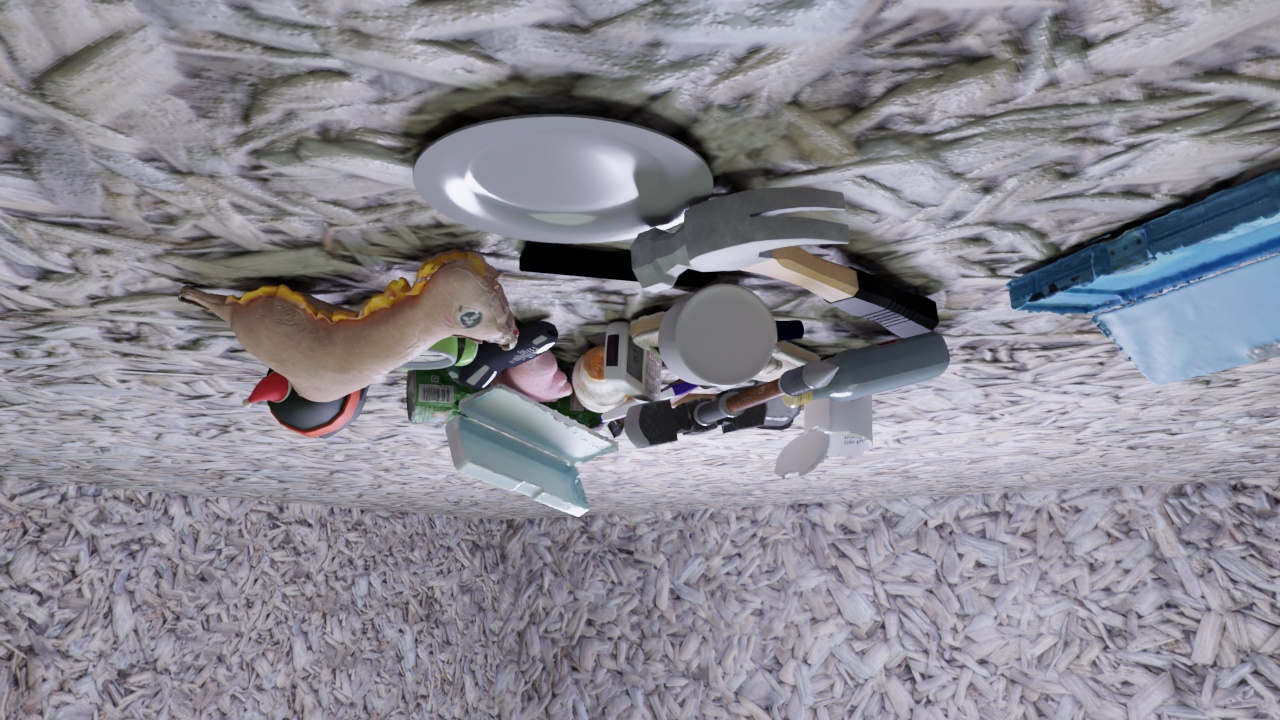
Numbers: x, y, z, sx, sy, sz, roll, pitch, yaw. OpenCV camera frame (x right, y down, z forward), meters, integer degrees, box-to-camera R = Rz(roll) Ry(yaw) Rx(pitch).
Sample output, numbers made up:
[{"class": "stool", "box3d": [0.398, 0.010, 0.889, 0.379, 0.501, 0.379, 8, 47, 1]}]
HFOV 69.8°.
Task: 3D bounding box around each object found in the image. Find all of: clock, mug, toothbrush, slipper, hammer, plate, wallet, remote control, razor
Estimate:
[{"class": "clock", "box3d": [-0.208, -0.018, 0.861, 0.094, 0.042, 0.119, -3, 166, 17]}, {"class": "mug", "box3d": [0.076, -0.020, 0.746, 0.112, 0.078, 0.097, -5, 180, -7]}, {"class": "toothbrush", "box3d": [0.039, 0.033, 1.001, 0.186, 0.015, 0.016, -20, 171, -18]}, {"class": "slipper", "box3d": [0.094, -0.001, 0.919, 0.115, 0.052, 0.262, -10, 164, 39]}, {"class": "hammer", "box3d": [0.039, 0.050, 1.153, 0.328, 0.052, 0.098, 2, 167, 4]}, {"class": "plate", "box3d": [-0.046, -0.108, 0.554, 0.178, 0.012, 0.178, 0, 166, 0]}, {"class": "wallet", "box3d": [0.022, 0.047, 1.046, 0.123, 0.019, 0.072, -31, 173, -16]}, {"class": "remote control", "box3d": [-0.005, 0.005, 0.922, 0.025, 0.060, 0.138, -1, 167, 17]}, {"class": "hammer", "box3d": [0.142, -0.059, 0.682, 0.131, 0.039, 0.327, -15, 163, 36]}, {"class": "remote control", "box3d": [-0.016, -0.072, 0.701, 0.150, 0.013, 0.034, 4, 170, -16]}, {"class": "razor", "box3d": [-0.134, -0.007, 0.900, 0.143, 0.052, 0.047, -19, 148, 41]}, {"class": "hammer", "box3d": [0.096, 0.034, 0.815, 0.156, 0.043, 0.323, -9, 172, -18]}]

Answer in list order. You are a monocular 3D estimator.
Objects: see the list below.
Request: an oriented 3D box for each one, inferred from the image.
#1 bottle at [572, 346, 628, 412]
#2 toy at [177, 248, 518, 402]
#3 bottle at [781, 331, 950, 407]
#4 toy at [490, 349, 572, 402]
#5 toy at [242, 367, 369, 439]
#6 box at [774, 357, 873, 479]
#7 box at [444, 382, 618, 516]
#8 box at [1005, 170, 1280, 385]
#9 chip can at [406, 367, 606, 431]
[{"class": "bottle", "box3d": [-0.041, 0.016, 0.968, 0.063, 0.063, 0.108, 0, 165, -2]}, {"class": "toy", "box3d": [-0.231, -0.039, 0.733, 0.265, 0.065, 0.196, -24, 128, 37]}, {"class": "bottle", "box3d": [0.216, 0.012, 0.901, 0.161, 0.046, 0.072, -13, 170, -14]}, {"class": "toy", "box3d": [-0.116, 0.014, 0.968, 0.093, 0.050, 0.103, 30, 150, -28]}, {"class": "toy", "box3d": [-0.329, 0.026, 0.919, 0.097, 0.099, 0.119, 1, 168, 6]}, {"class": "box", "box3d": [0.201, 0.069, 0.999, 0.118, 0.159, 0.085, 25, 148, -38]}, {"class": "box", "box3d": [-0.108, 0.089, 0.999, 0.096, 0.085, 0.198, -41, 138, 16]}, {"class": "box", "box3d": [0.409, -0.059, 0.666, 0.173, 0.066, 0.232, 25, 160, -14]}, {"class": "chip can", "box3d": [-0.151, 0.041, 1.040, 0.223, 0.075, 0.076, 4, 166, -16]}]
